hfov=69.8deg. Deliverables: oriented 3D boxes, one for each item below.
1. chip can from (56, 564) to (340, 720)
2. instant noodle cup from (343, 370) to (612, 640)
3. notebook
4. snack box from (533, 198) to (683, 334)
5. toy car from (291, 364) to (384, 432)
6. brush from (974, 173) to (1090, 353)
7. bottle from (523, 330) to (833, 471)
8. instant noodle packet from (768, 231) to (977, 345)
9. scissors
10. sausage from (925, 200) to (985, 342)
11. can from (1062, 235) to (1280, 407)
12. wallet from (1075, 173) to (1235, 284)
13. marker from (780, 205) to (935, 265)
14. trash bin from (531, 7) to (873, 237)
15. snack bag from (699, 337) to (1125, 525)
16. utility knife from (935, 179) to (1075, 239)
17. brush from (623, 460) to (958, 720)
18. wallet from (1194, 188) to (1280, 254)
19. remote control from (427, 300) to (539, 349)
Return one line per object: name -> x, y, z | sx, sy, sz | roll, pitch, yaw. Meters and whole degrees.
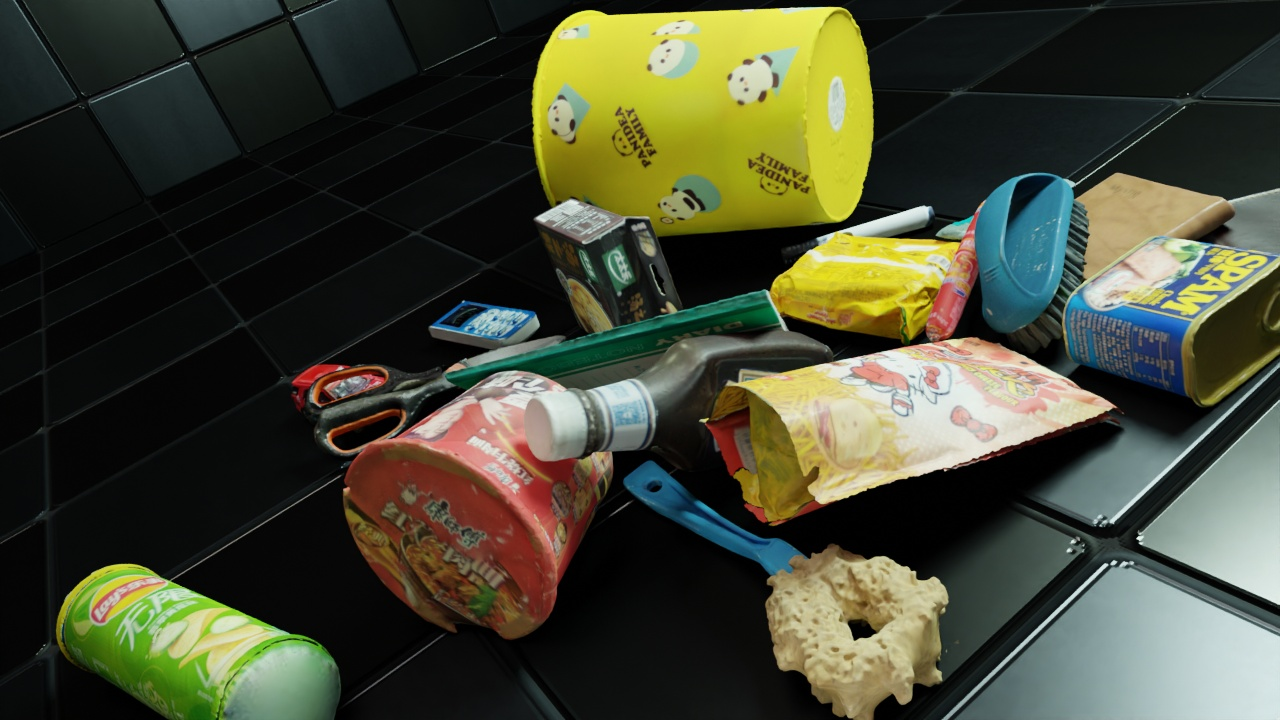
chip can -> -0.267, 0.177, 0.546 | 0.222, 0.073, 0.072 | 5, 38, 38
instant noodle cup -> -0.087, 0.076, 0.544 | 0.138, 0.138, 0.108 | -3, 27, 30
notebook -> -0.004, 0.004, 0.619 | 0.209, 0.150, 0.012 | -14, 72, 13
snack box -> -0.025, -0.069, 0.760 | 0.053, 0.113, 0.126 | -31, 30, -16
toy car -> -0.269, 0.031, 0.827 | 0.121, 0.045, 0.052 | 6, 40, 37
brush -> 0.252, -0.075, 0.603 | 0.055, 0.073, 0.143 | -31, 25, 50
bottle -> 0.027, 0.026, 0.532 | 0.194, 0.080, 0.044 | -7, 24, -33
instant noodle packet -> 0.172, -0.056, 0.680 | 0.128, 0.044, 0.110 | 16, 44, 45
scissors -> -0.176, 0.004, 0.792 | 0.234, 0.022, 0.125 | -39, 71, -22
sausage -> 0.224, -0.067, 0.630 | 0.020, 0.020, 0.155 | 4, 47, 38
can -> 0.309, -0.027, 0.525 | 0.102, 0.057, 0.083 | -31, 28, -17
wallet -> 0.328, -0.090, 0.641 | 0.101, 0.020, 0.115 | -33, 25, 3
marker -> 0.185, -0.107, 0.786 | 0.131, 0.018, 0.022 | -15, 20, 12
trash bin -> 0.067, -0.221, 0.863 | 0.256, 0.230, 0.228 | 6, 38, 30
snack bag -> 0.147, 0.029, 0.509 | 0.207, 0.073, 0.129 | -14, 23, -25
utility knife -> 0.291, -0.120, 0.715 | 0.170, 0.013, 0.029 | -24, 34, -33
brush -> 0.061, 0.105, 0.492 | 0.083, 0.046, 0.255 | -36, 28, -17
wallet -> 0.417, -0.073, 0.572 | 0.096, 0.020, 0.122 | -16, 31, 9
remote control -> -0.149, -0.032, 0.873 | 0.125, 0.024, 0.048 | 12, 43, 44
